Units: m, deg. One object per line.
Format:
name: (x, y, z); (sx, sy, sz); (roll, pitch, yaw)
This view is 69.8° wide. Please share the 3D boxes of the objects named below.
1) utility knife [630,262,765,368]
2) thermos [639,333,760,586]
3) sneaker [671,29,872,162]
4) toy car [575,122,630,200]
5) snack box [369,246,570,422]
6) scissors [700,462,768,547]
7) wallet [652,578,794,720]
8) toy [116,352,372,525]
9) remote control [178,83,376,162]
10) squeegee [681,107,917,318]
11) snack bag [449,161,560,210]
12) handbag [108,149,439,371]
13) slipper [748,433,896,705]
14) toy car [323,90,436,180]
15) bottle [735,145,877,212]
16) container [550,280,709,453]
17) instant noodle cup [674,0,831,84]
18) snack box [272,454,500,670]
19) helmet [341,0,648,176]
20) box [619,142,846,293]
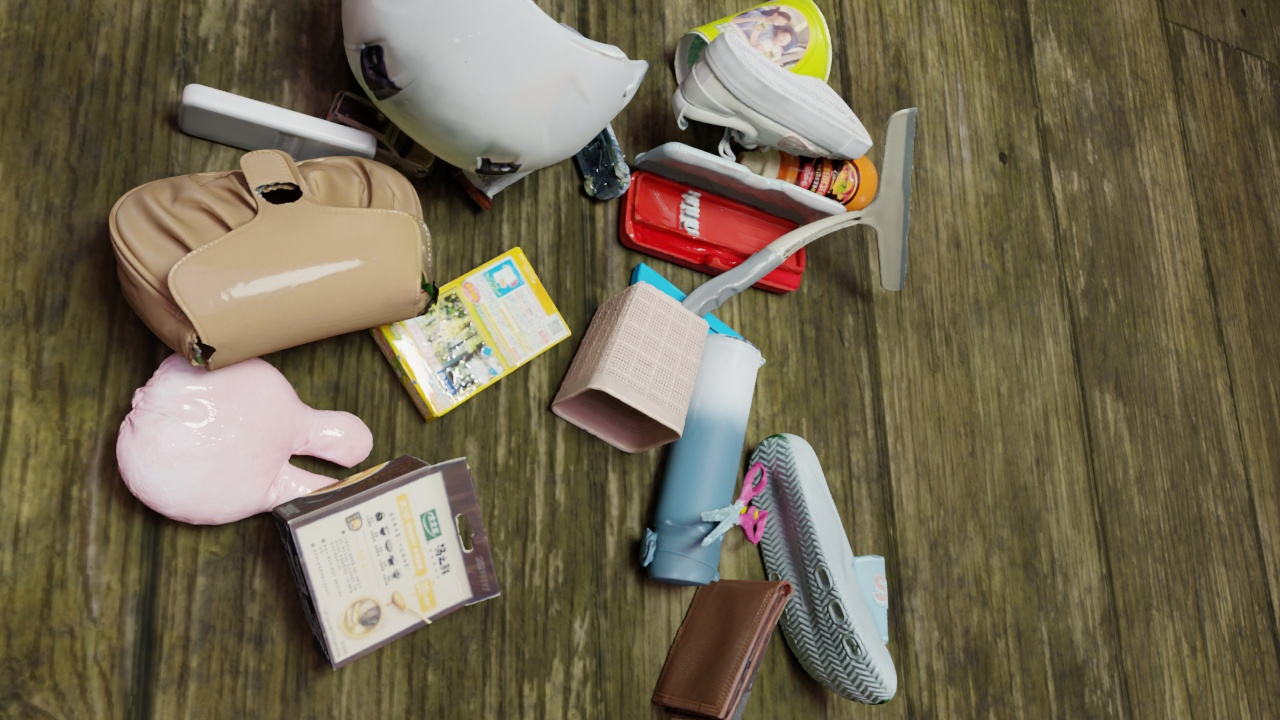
utility knife: (0.055, -0.035, 0.855); (0.159, 0.018, 0.034); (33, 63, -20)
thermos: (0.053, 0.086, 0.797); (0.070, 0.070, 0.220); (24, 67, -23)
sneaker: (0.124, -0.218, 0.849); (0.241, 0.091, 0.089); (8, 51, -46)
toy car: (-0.037, -0.188, 0.827); (0.034, 0.043, 0.090); (-6, 73, -65)
snack box: (-0.134, -0.023, 0.736); (0.140, 0.034, 0.087); (-35, 96, -33)
scissors: (0.080, 0.118, 0.765); (0.137, 0.017, 0.083); (15, 81, -59)
wallet: (0.067, 0.234, 0.747); (0.032, 0.101, 0.124); (38, 62, -19)
toy: (-0.267, 0.059, 0.628); (0.159, 0.054, 0.121); (28, 66, -31)
remote control: (-0.268, -0.169, 0.681); (0.135, 0.056, 0.020); (11, 72, -27)
squeegee: (0.130, -0.094, 0.836); (0.246, 0.247, 0.039); (-27, 56, -4)
snack bag: (-0.112, -0.168, 0.787); (0.048, 0.026, 0.104); (48, 60, -4)
handbag: (-0.243, -0.078, 0.629); (0.204, 0.100, 0.147); (-19, 56, -33)
slipper: (0.165, 0.182, 0.819); (0.074, 0.104, 0.245); (-9, 77, -33)
toy car: (-0.205, -0.179, 0.733); (0.090, 0.035, 0.042); (25, 68, -25)
bottle: (0.166, -0.190, 0.934); (0.149, 0.067, 0.066); (7, 75, -21)
container: (-0.005, 0.005, 0.771); (0.090, 0.090, 0.110); (30, 62, -20)
instant noodle cup: (0.103, -0.295, 0.900); (0.123, 0.112, 0.111); (-21, 89, -24)
snack box: (-0.175, 0.135, 0.643); (0.125, 0.053, 0.113); (-21, 109, -33)
helmet: (-0.130, -0.227, 0.691); (0.229, 0.258, 0.146); (38, 92, -32)
box: (0.089, -0.136, 0.850); (0.201, 0.102, 0.095); (14, 71, -26)
